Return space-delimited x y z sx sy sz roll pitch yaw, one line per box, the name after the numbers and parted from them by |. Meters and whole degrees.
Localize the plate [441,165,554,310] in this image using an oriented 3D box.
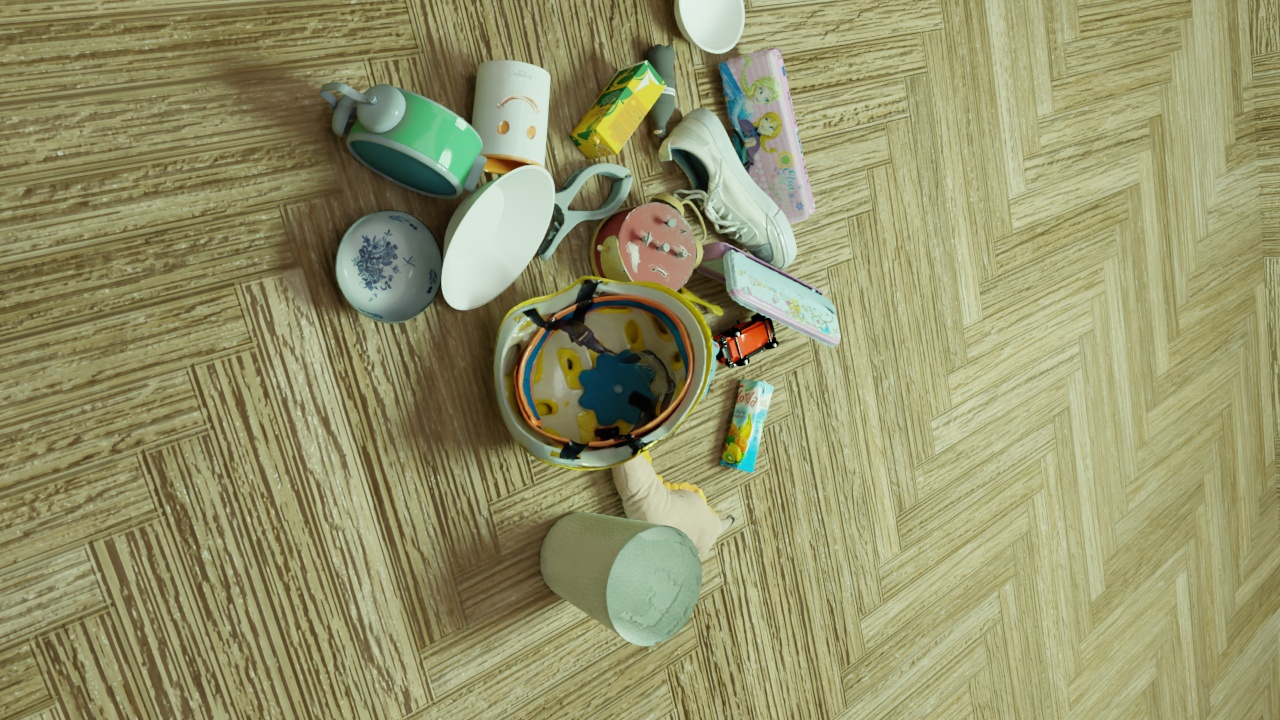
-0.162 -0.137 0.972 0.173 0.036 0.174 -49 162 -22 | plate

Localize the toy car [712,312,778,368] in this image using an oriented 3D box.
0.140 -0.028 1.244 0.100 0.049 0.051 -28 109 -33 | toy car

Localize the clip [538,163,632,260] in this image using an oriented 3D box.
-0.071 -0.179 1.088 0.162 0.027 0.090 -25 106 -32 | clip

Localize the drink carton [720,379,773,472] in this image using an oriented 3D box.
0.147 0.088 1.261 0.038 0.044 0.129 19 83 -36 | drink carton

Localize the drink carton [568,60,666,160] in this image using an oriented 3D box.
-0.029 -0.295 1.092 0.041 0.058 0.122 45 67 -30 | drink carton

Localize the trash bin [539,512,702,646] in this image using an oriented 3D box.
-0.031 0.241 1.062 0.133 0.162 0.133 -3 95 -37 | trash bin

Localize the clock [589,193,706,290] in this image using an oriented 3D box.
0.021 -0.141 1.116 0.158 0.081 0.117 -35 107 -27 | clock

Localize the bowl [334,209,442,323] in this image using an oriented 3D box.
-0.263 -0.095 0.937 0.114 0.045 0.114 -3 95 -37 | bowl

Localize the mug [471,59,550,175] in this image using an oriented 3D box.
-0.142 -0.261 0.996 0.082 0.082 0.105 6 88 -37 | mug

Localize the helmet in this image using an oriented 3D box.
-0.038 0.023 1.028 0.240 0.140 0.209 -17 74 -3 | helmet

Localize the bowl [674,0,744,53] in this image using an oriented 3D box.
0.079 -0.446 1.175 0.109 0.041 0.110 -3 95 -37 | bowl

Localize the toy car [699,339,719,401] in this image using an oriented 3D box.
0.076 0.020 1.185 0.060 0.027 0.108 -21 131 -40 | toy car

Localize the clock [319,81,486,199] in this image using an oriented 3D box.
-0.235 -0.225 0.898 0.161 0.122 0.075 30 76 -42 | clock

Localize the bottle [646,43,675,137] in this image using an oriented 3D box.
0.025 -0.335 1.144 0.036 0.036 0.110 -2 94 -37 | bottle

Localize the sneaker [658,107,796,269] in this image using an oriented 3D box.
0.109 -0.202 1.192 0.090 0.090 0.242 -45 112 -21 | sneaker

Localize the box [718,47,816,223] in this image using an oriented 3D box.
0.180 -0.302 1.249 0.090 0.085 0.230 -42 120 -59 | box

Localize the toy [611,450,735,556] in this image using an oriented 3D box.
0.020 0.144 1.166 0.195 0.065 0.264 -30 104 -41 | toy

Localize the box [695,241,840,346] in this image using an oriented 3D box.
0.171 -0.093 1.211 0.214 0.140 0.062 20 109 -37 | box

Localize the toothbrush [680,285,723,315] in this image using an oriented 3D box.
0.056 -0.089 1.198 0.135 0.016 0.021 27 79 -31 | toothbrush
